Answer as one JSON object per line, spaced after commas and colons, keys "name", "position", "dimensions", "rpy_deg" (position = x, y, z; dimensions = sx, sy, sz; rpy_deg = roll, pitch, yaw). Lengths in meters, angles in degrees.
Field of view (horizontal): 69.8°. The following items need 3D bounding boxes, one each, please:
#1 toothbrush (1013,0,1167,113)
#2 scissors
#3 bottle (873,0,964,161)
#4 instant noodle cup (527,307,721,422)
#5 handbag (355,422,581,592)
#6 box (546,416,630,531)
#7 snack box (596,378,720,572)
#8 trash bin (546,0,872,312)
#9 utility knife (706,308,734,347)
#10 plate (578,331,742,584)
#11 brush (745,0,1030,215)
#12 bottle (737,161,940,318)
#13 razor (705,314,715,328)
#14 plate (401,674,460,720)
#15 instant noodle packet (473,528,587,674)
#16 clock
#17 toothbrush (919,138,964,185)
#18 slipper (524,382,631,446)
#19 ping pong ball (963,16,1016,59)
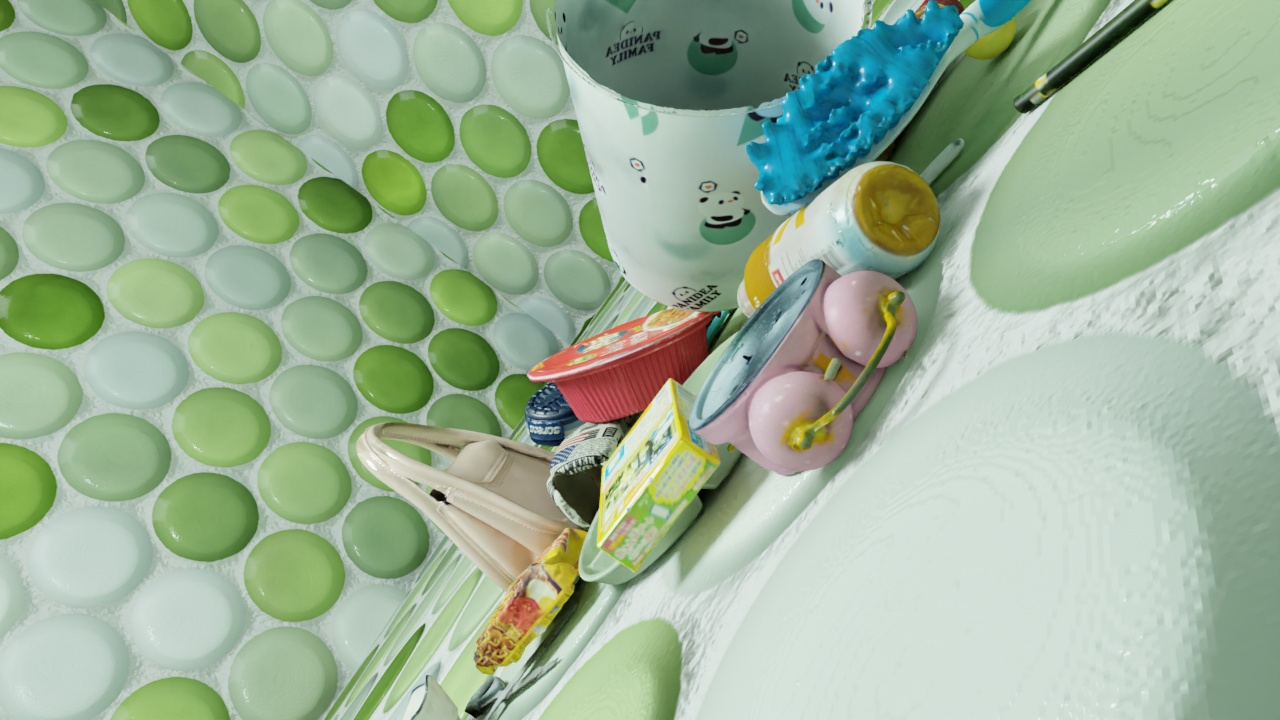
{"name": "toothbrush", "position": [0.259, -0.184, 0.459], "dimensions": [0.017, 0.012, 0.186], "rpy_deg": [-51, 4, -32]}
{"name": "scissors", "position": [-0.107, 0.267, 0.736], "dimensions": [0.180, 0.014, 0.160], "rpy_deg": [-53, 9, -15]}
{"name": "bottle", "position": [0.224, -0.243, 0.794], "dimensions": [0.174, 0.057, 0.057], "rpy_deg": [-56, 7, -15]}
{"name": "instant noodle cup", "position": [-0.005, 0.005, 0.867], "dimensions": [0.194, 0.066, 0.193], "rpy_deg": [-21, 8, 3]}
{"name": "handbag", "position": [-0.167, 0.121, 0.906], "dimensions": [0.093, 0.234, 0.193], "rpy_deg": [-61, 3, 9]}
{"name": "box", "position": [-0.039, 0.092, 0.844], "dimensions": [0.087, 0.076, 0.162], "rpy_deg": [-49, 0, 12]}
{"name": "snack box", "position": [0.009, 0.069, 0.600], "dimensions": [0.087, 0.034, 0.140], "rpy_deg": [-54, 7, 10]}
{"name": "trash bin", "position": [0.055, -0.186, 0.750], "dimensions": [0.229, 0.230, 0.252], "rpy_deg": [-57, -20, -27]}
{"name": "utility knife", "position": [0.094, -0.060, 0.959], "dimensions": [0.221, 0.013, 0.029], "rpy_deg": [-59, 6, -19]}
{"name": "plate", "position": [0.029, 0.072, 0.691], "dimensions": [0.230, 0.027, 0.230], "rpy_deg": [-52, 7, 9]}
{"name": "brush", "position": [0.193, -0.205, 0.596], "dimensions": [0.314, 0.060, 0.109], "rpy_deg": [-43, -12, 3]}
{"name": "bottle", "position": [0.116, -0.065, 0.596], "dimensions": [0.068, 0.068, 0.190], "rpy_deg": [-56, 8, -20]}
{"name": "razor", "position": [0.085, -0.065, 1.004], "dimensions": [0.043, 0.022, 0.142], "rpy_deg": [-55, 2, 39]}
{"name": "plate", "position": [-0.203, 0.354, 0.724], "dimensions": [0.205, 0.045, 0.204], "rpy_deg": [-61, 6, 10]}
{"name": "instant noodle packet", "position": [-0.084, 0.191, 0.758], "dimensions": [0.111, 0.044, 0.128], "rpy_deg": [-48, -2, 9]}
{"name": "clock", "position": [0.088, 0.006, 0.490], "dimensions": [0.117, 0.060, 0.159], "rpy_deg": [-54, 5, -10]}
{"name": "toothbrush", "position": [0.159, -0.088, 0.645], "dimensions": [0.181, 0.016, 0.016], "rpy_deg": [-49, 10, 35]}
{"name": "slipper", "position": [-0.046, 0.049, 1.080], "dimensions": [0.252, 0.105, 0.095], "rpy_deg": [-39, -51, -59]}
{"name": "ping pong ball", "position": [0.251, -0.239, 0.665], "dimensions": [0.040, 0.040, 0.040], "rpy_deg": [-53, 7, 9]}
